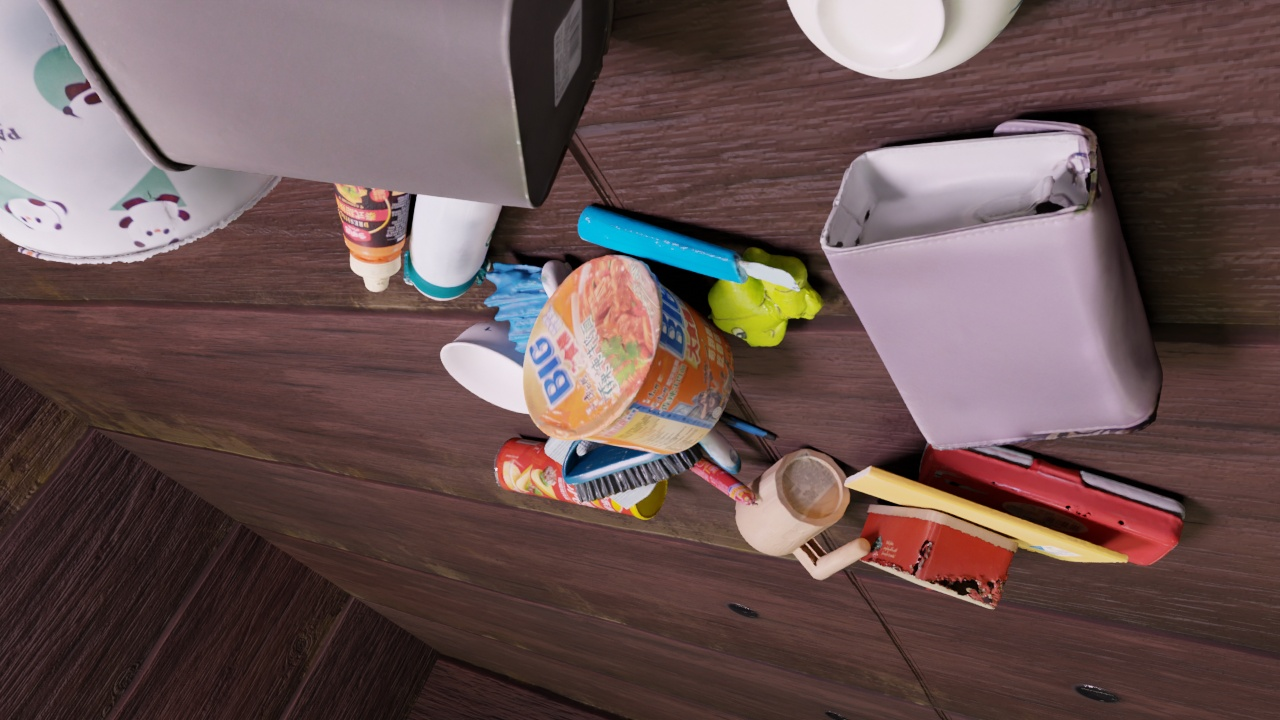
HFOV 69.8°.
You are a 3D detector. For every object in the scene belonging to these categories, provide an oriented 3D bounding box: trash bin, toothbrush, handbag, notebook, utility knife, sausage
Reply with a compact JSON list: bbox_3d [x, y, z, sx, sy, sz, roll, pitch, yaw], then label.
[{"bbox_3d":[-0.139,-0.193,0.472,0.220,0.198,0.199,15,153,6],"label":"trash bin"},{"bbox_3d":[0.044,0.045,0.908,0.189,0.016,0.014,22,148,5],"label":"toothbrush"},{"bbox_3d":[0.213,-0.037,0.540,0.145,0.098,0.197,1,143,41],"label":"handbag"},{"bbox_3d":[0.285,0.134,0.788,0.206,0.010,0.146,19,171,9],"label":"notebook"},{"bbox_3d":[0.031,-0.080,0.676,0.186,0.018,0.034,20,149,26],"label":"utility knife"},{"bbox_3d":[-0.359,-0.227,0.562,0.230,0.228,0.252,19,146,12],"label":"trash bin"},{"bbox_3d":[0.073,0.116,0.949,0.020,0.020,0.156,45,171,-33],"label":"sausage"}]

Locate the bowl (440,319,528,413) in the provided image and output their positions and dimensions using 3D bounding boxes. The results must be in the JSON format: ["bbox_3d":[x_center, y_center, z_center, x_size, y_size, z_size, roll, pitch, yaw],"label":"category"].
[{"bbox_3d":[-0.130,-0.006,0.909,0.118,0.064,0.118,20,153,11],"label":"bowl"}]

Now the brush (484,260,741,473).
[{"bbox_3d":[-0.016,0.019,0.859,0.110,0.060,0.314,-10,135,31],"label":"brush"}]

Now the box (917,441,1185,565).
[{"bbox_3d":[0.337,0.113,0.769,0.201,0.047,0.087,17,154,17],"label":"box"}]

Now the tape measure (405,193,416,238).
[{"bbox_3d":[-0.218,-0.131,0.792,0.058,0.039,0.057,11,143,38],"label":"tape measure"}]

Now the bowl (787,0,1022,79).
[{"bbox_3d":[0.116,-0.174,0.415,0.116,0.066,0.117,19,152,11],"label":"bowl"}]

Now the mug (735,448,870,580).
[{"bbox_3d":[0.164,0.157,0.914,0.124,0.084,0.104,50,153,11],"label":"mug"}]

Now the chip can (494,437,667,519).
[{"bbox_3d":[-0.076,0.139,1.110,0.217,0.073,0.073,6,147,33],"label":"chip can"}]

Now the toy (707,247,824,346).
[{"bbox_3d":[0.090,-0.047,0.694,0.100,0.031,0.097,-4,133,40],"label":"toy"}]

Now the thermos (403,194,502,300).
[{"bbox_3d":[-0.145,-0.116,0.732,0.073,0.073,0.225,28,153,-6],"label":"thermos"}]

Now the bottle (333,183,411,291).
[{"bbox_3d":[-0.212,-0.120,0.731,0.067,0.066,0.150,19,128,12],"label":"bottle"}]

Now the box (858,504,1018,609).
[{"bbox_3d":[0.266,0.186,0.849,0.091,0.077,0.168,22,172,-3],"label":"box"}]

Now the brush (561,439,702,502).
[{"bbox_3d":[-0.015,0.085,0.861,0.144,0.055,0.073,-20,108,28],"label":"brush"}]

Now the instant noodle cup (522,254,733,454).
[{"bbox_3d":[-0.004,0.004,0.736,0.152,0.151,0.111,-5,159,44],"label":"instant noodle cup"}]

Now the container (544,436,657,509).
[{"bbox_3d":[-0.031,0.084,0.962,0.111,0.090,0.090,32,152,-6],"label":"container"}]
